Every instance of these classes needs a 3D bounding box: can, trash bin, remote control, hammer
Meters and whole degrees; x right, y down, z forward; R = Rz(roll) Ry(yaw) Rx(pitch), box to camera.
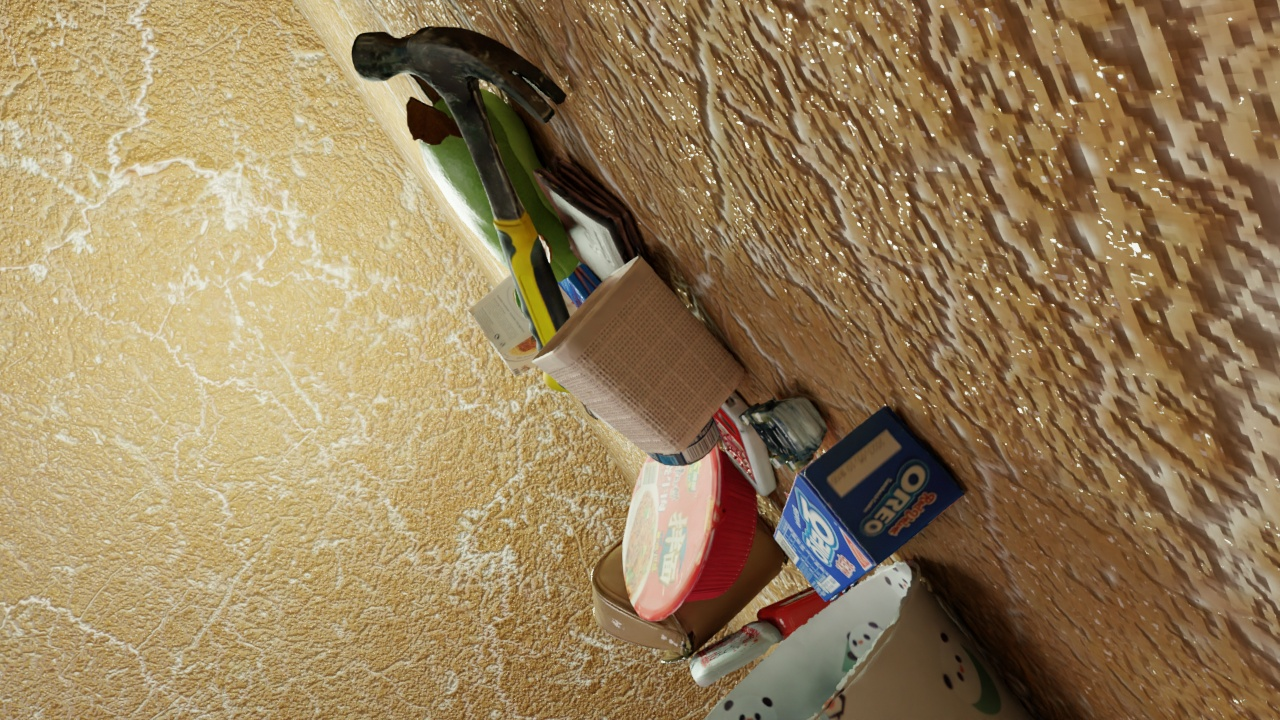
[{"bbox_3d":[0.021,0.031,0.757,0.075,0.075,0.111,48,171,38],"label":"can"},{"bbox_3d":[0.163,0.286,0.529,0.252,0.229,0.230,47,171,10],"label":"trash bin"},{"bbox_3d":[0.082,0.065,0.744,0.056,0.020,0.136,48,170,33],"label":"remote control"},{"bbox_3d":[-0.086,-0.087,0.659,0.126,0.031,0.324,8,141,21],"label":"hammer"}]

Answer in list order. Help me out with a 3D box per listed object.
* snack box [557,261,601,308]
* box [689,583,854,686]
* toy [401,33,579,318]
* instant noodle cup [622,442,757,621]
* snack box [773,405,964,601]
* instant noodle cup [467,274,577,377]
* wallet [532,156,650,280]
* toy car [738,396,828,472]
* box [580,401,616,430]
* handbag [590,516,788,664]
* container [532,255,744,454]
[{"bbox_3d":[-0.073,-0.090,0.974,0.157,0.026,0.084,51,172,25],"label":"snack box"},{"bbox_3d":[0.115,0.247,0.837,0.201,0.157,0.038,83,164,-75],"label":"box"},{"bbox_3d":[-0.120,-0.150,0.766,0.247,0.090,0.226,56,-175,-46],"label":"toy"},{"bbox_3d":[0.051,0.152,0.867,0.065,0.194,0.194,16,-172,-21],"label":"instant noodle cup"},{"bbox_3d":[0.115,0.088,0.503,0.057,0.058,0.208,52,172,18],"label":"snack box"},{"bbox_3d":[-0.124,-0.053,1.080,0.116,0.124,0.116,50,172,23],"label":"instant noodle cup"},{"bbox_3d":[-0.026,-0.087,0.697,0.101,0.032,0.124,45,169,38],"label":"wallet"},{"bbox_3d":[0.087,0.041,0.557,0.043,0.034,0.090,51,174,3],"label":"toy car"},{"bbox_3d":[-0.025,0.020,0.958,0.090,0.059,0.184,25,160,17],"label":"box"},{"bbox_3d":[0.049,0.228,0.972,0.148,0.204,0.100,26,135,38],"label":"handbag"},{"bbox_3d":[0.000,0.003,0.638,0.111,0.089,0.090,44,164,-9],"label":"container"}]
